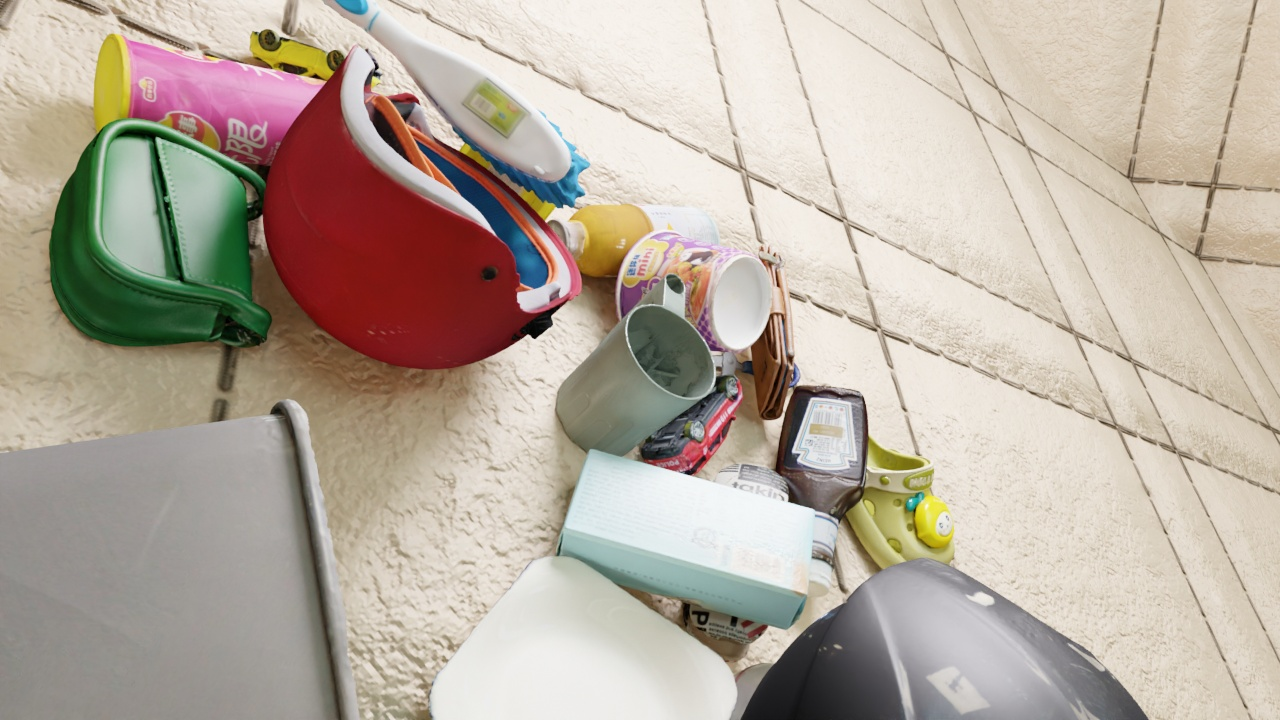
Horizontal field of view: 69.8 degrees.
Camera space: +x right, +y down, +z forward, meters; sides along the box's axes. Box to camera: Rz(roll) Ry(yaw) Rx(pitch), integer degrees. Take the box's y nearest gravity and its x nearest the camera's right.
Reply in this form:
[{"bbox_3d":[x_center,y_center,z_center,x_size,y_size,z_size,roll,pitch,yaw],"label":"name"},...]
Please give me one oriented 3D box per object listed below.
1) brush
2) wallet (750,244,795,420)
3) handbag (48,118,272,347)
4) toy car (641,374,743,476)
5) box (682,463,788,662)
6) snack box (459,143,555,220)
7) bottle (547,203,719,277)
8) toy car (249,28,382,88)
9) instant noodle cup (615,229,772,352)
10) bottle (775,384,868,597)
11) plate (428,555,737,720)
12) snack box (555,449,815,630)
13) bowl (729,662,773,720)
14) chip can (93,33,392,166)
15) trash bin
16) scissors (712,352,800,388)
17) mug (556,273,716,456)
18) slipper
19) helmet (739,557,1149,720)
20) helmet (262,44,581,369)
[{"bbox_3d":[-0.169,-0.230,0.688,0.314,0.060,0.109,39,3,4],"label":"brush"},{"bbox_3d":[0.121,-0.029,0.840,0.035,0.119,0.130,-3,59,1],"label":"wallet"},{"bbox_3d":[-0.287,-0.072,0.563,0.120,0.068,0.131,17,47,-43],"label":"handbag"},{"bbox_3d":[0.046,0.055,0.768,0.120,0.053,0.045,-49,120,-44],"label":"toy car"},{"bbox_3d":[0.069,0.158,0.719,0.075,0.081,0.163,12,47,3],"label":"box"},{"bbox_3d":[-0.103,-0.166,0.789,0.091,0.082,0.080,41,31,-7],"label":"snack box"},{"bbox_3d":[-0.007,-0.108,0.835,0.189,0.068,0.068,-7,64,-45],"label":"bottle"},{"bbox_3d":[-0.252,-0.228,0.711,0.105,0.032,0.048,18,8,10],"label":"toy car"},{"bbox_3d":[0.050,-0.055,0.785,0.111,0.099,0.111,-10,105,-42],"label":"instant noodle cup"},{"bbox_3d":[0.158,0.111,0.810,0.080,0.044,0.194,5,54,13],"label":"bottle"},{"bbox_3d":[-0.033,0.210,0.560,0.163,0.034,0.163,32,36,9],"label":"plate"},{"bbox_3d":[0.033,0.125,0.647,0.175,0.052,0.074,15,43,2],"label":"snack box"},{"bbox_3d":[0.079,0.269,0.618,0.113,0.062,0.113,24,47,-28],"label":"bowl"},{"bbox_3d":[-0.263,-0.173,0.654,0.210,0.072,0.071,-1,60,-42],"label":"chip can"},{"bbox_3d":[-0.239,0.138,0.343,0.219,0.199,0.198,-2,59,-32],"label":"trash bin"},{"bbox_3d":[0.093,-0.004,0.888,0.162,0.012,0.175,22,49,-27],"label":"scissors"},{"bbox_3d":[-0.004,0.004,0.722,0.083,0.104,0.123,28,43,-23],"label":"mug"},{"bbox_3d":[0.236,0.121,0.865,0.091,0.082,0.190,-18,70,-45],"label":"slipper"},{"bbox_3d":[0.176,0.248,0.496,0.233,0.230,0.275,12,13,-36],"label":"helmet"},{"bbox_3d":[-0.153,-0.077,0.623,0.207,0.144,0.240,51,9,16],"label":"helmet"}]
